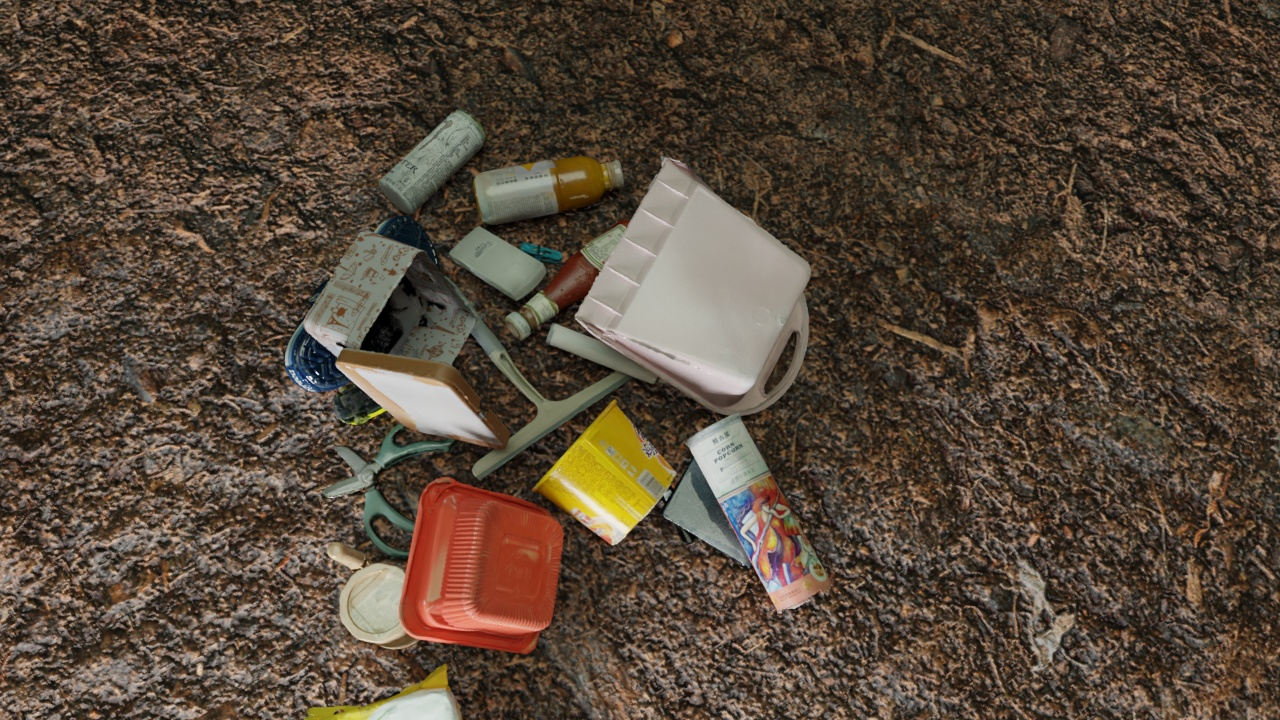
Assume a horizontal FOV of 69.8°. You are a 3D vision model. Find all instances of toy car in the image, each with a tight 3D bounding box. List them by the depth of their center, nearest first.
[{"bbox_3d":[-0.311,0.040,1.088,0.105,0.032,0.048,-28,73,-11],"label":"toy car"}]

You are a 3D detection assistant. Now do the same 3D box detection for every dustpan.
[{"bbox_3d":[0.079,-0.059,1.067,0.273,0.139,0.222,32,78,1],"label":"dustpan"}]

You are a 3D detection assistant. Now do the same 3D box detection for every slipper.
[{"bbox_3d":[-0.334,-0.062,1.096,0.095,0.105,0.252,-3,46,40],"label":"slipper"}]

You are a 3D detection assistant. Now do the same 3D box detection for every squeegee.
[{"bbox_3d":[-0.169,-0.006,1.108,0.245,0.039,0.246,-34,72,-29],"label":"squeegee"}]

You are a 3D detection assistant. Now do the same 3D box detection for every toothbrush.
[{"bbox_3d":[-0.007,0.006,1.100,0.221,0.027,0.026,21,35,-1],"label":"toothbrush"}]

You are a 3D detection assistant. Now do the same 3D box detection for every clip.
[{"bbox_3d":[-0.127,-0.136,1.166,0.056,0.050,0.015,11,67,-9],"label":"clip"}]

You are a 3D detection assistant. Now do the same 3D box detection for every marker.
[{"bbox_3d":[0.032,0.158,1.072,0.018,0.015,0.123,-24,76,-9],"label":"marker"}]

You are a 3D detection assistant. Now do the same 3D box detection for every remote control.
[{"bbox_3d":[-0.176,-0.120,1.131,0.135,0.019,0.056,31,69,34],"label":"remote control"}]

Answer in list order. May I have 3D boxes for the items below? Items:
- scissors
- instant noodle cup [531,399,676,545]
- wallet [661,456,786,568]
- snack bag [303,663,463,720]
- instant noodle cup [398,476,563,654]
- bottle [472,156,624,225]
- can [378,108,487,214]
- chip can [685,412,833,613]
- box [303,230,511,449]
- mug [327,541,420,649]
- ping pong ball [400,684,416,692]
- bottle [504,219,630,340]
[{"bbox_3d":[-0.273,0.150,1.059,0.170,0.019,0.178,-23,74,-12],"label":"scissors"},{"bbox_3d":[-0.035,0.129,1.020,0.110,0.138,0.137,42,73,0],"label":"instant noodle cup"},{"bbox_3d":[0.096,0.168,1.062,0.121,0.019,0.097,31,72,2],"label":"wallet"},{"bbox_3d":[-0.233,0.447,0.912,0.158,0.068,0.246,-17,83,-6],"label":"snack bag"},{"bbox_3d":[-0.152,0.215,0.958,0.079,0.188,0.164,-12,64,41],"label":"instant noodle cup"},{"bbox_3d":[-0.116,-0.221,1.171,0.189,0.068,0.068,-12,71,-7],"label":"bottle"},{"bbox_3d":[-0.266,-0.256,1.182,0.058,0.058,0.146,38,73,10],"label":"can"},{"bbox_3d":[0.131,0.168,1.021,0.071,0.071,0.214,-26,80,-11],"label":"chip can"},{"bbox_3d":[-0.221,-0.013,0.976,0.193,0.183,0.156,18,71,19],"label":"box"},{"bbox_3d":[-0.281,0.246,0.978,0.084,0.104,0.124,-40,77,-15],"label":"mug"},{"bbox_3d":[-0.238,0.364,0.971,0.040,0.040,0.040,1,70,-2],"label":"ping pong ball"},{"bbox_3d":[-0.077,-0.097,1.123,0.205,0.060,0.060,-40,77,-21],"label":"bottle"}]
